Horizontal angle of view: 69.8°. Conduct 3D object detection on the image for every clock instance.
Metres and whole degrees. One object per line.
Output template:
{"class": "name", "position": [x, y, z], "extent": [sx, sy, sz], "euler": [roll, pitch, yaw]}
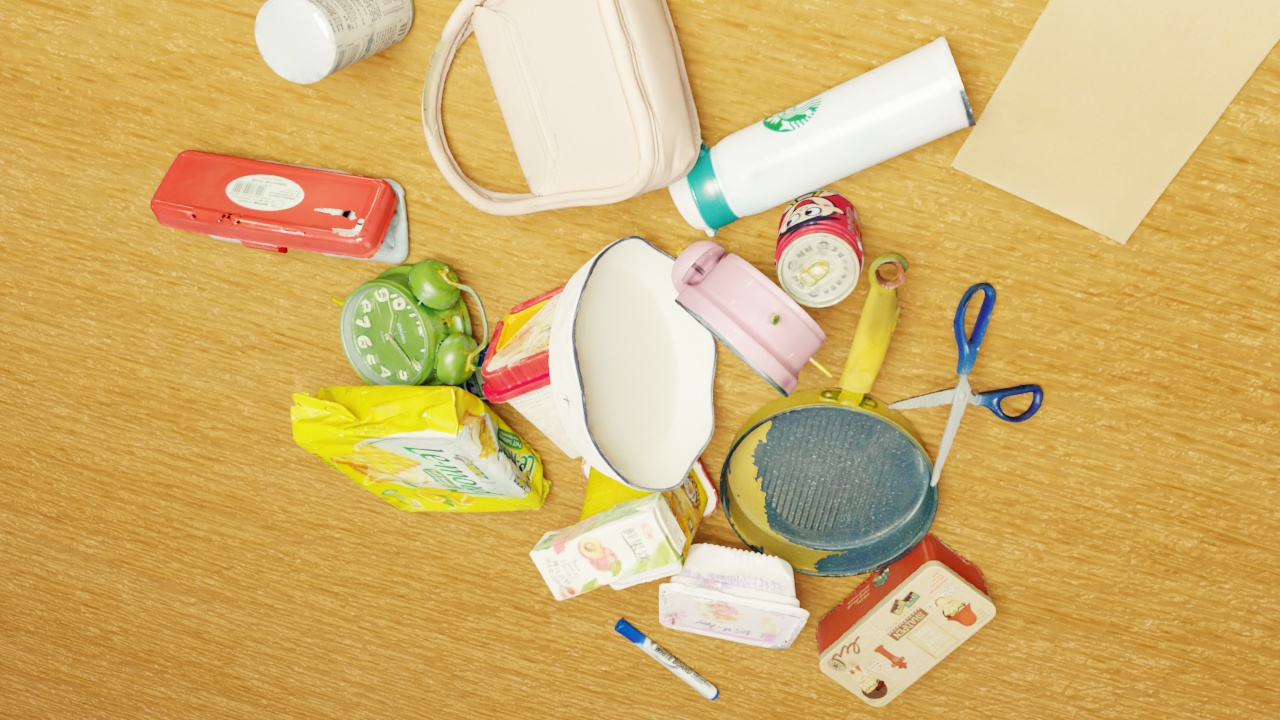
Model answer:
{"class": "clock", "position": [0.080, -0.039, 0.731], "extent": [0.060, 0.158, 0.117], "euler": [-50, 133, 3]}
{"class": "clock", "position": [-0.201, -0.029, 0.823], "extent": [0.161, 0.056, 0.116], "euler": [-10, 100, 28]}

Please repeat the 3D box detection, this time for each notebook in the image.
{"class": "notebook", "position": [0.344, -0.202, 0.654], "extent": [0.149, 0.012, 0.212], "euler": [24, 122, -1]}

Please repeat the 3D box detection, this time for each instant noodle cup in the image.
{"class": "instant noodle cup", "position": [-0.061, 0.013, 0.815], "extent": [0.117, 0.116, 0.124], "euler": [-21, 124, 23]}
{"class": "instant noodle cup", "position": [0.090, 0.229, 0.896], "extent": [0.138, 0.060, 0.174], "euler": [9, 155, 6]}
{"class": "instant noodle cup", "position": [0.002, 0.139, 0.860], "extent": [0.116, 0.123, 0.116], "euler": [-21, 113, 21]}

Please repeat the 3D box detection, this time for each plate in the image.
{"class": "plate", "position": [-0.004, 0.004, 0.745], "extent": [0.046, 0.204, 0.205], "euler": [-7, 119, 34]}

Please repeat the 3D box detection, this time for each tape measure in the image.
{"class": "tape measure", "position": [-0.153, 0.013, 0.873], "extent": [0.054, 0.025, 0.058], "euler": [-16, 116, -6]}

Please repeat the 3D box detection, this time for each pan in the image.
{"class": "pan", "position": [0.178, 0.057, 0.801], "extent": [0.198, 0.078, 0.358], "euler": [10, 121, 6]}

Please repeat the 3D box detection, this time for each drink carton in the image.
{"class": "drink carton", "position": [-0.026, 0.156, 0.775], "extent": [0.123, 0.045, 0.053], "euler": [-24, 101, 22]}

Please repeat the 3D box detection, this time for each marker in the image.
{"class": "marker", "position": [0.031, 0.337, 1.031], "extent": [0.146, 0.016, 0.017], "euler": [39, 120, -11]}

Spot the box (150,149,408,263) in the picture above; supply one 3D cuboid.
{"class": "box", "position": [-0.309, -0.125, 0.814], "extent": [0.201, 0.095, 0.098], "euler": [9, 152, 6]}

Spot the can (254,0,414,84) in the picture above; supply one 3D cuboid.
{"class": "can", "position": [-0.218, -0.247, 0.670], "extent": [0.058, 0.146, 0.058], "euler": [5, 120, 9]}

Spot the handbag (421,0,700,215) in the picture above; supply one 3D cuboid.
{"class": "handbag", "position": [-0.081, -0.200, 0.697], "extent": [0.235, 0.093, 0.193], "euler": [-13, 99, 33]}

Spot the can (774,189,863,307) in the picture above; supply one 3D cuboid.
{"class": "can", "position": [0.139, -0.088, 0.716], "extent": [0.066, 0.093, 0.067], "euler": [5, 120, 9]}

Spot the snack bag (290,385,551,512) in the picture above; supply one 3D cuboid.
{"class": "snack bag", "position": [-0.193, 0.080, 0.844], "extent": [0.158, 0.068, 0.246], "euler": [-3, 155, 13]}

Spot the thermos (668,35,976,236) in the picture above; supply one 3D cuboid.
{"class": "thermos", "position": [0.128, -0.165, 0.690], "extent": [0.225, 0.073, 0.073], "euler": [-20, 114, 22]}

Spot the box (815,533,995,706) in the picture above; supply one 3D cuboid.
{"class": "box", "position": [0.258, 0.253, 0.907], "extent": [0.091, 0.077, 0.169], "euler": [36, 114, -8]}

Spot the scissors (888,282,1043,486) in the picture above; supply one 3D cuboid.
{"class": "scissors", "position": [0.272, 0.023, 0.752], "extent": [0.162, 0.012, 0.174], "euler": [18, 86, -28]}
